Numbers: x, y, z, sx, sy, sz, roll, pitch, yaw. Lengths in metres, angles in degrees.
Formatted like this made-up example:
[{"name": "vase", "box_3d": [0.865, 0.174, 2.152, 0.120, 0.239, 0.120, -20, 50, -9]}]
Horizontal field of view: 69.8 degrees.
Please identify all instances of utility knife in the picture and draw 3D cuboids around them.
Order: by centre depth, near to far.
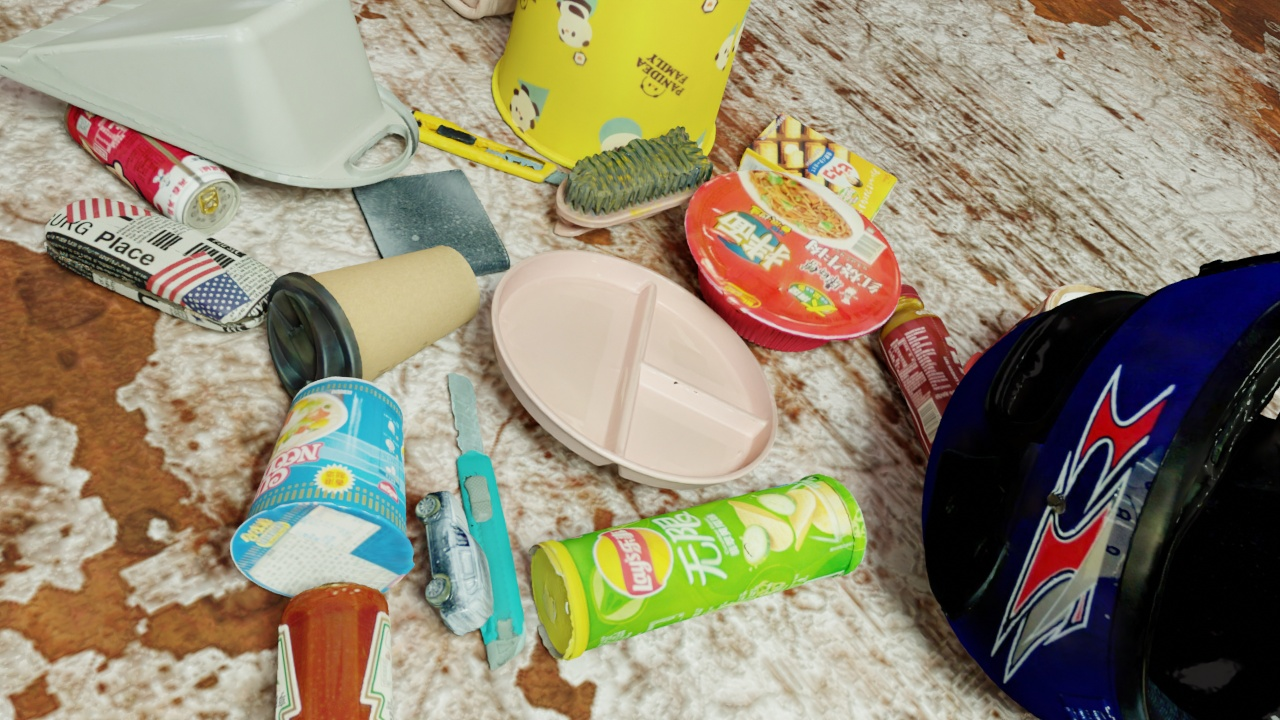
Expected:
[{"name": "utility knife", "box_3d": [-0.105, 0.095, 0.604, 0.029, 0.013, 0.217, -4, 54, -21]}, {"name": "utility knife", "box_3d": [-0.140, -0.191, 0.822, 0.171, 0.015, 0.033, 19, 52, -3]}]

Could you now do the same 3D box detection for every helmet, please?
[{"name": "helmet", "box_3d": [0.304, 0.075, 0.571, 0.247, 0.316, 0.240, 0, 19, -18]}]

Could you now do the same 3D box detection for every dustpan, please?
[{"name": "dustpan", "box_3d": [-0.321, -0.216, 0.738, 0.258, 0.143, 0.222, 0, 34, 13]}]

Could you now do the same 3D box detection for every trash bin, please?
[{"name": "trash bin", "box_3d": [-0.002, -0.333, 0.826, 0.229, 0.256, 0.229, 10, 49, -12]}]

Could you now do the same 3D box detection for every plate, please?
[{"name": "plate", "box_3d": [-0.004, 0.004, 0.669, 0.229, 0.028, 0.229, 21, 37, -17]}]

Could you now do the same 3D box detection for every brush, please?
[{"name": "brush", "box_3d": [-0.009, -0.148, 0.795, 0.145, 0.073, 0.063, -24, 68, -27]}]

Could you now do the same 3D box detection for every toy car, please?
[{"name": "toy car", "box_3d": [-0.112, 0.120, 0.557, 0.034, 0.043, 0.090, -19, 55, 1]}]

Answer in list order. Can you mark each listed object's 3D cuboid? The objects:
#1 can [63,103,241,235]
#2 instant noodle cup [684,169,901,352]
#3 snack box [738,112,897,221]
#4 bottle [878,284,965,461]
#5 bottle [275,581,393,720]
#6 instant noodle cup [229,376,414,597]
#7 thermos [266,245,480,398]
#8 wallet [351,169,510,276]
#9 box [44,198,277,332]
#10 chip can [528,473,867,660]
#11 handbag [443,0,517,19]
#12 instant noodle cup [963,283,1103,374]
[{"name": "can", "box_3d": [-0.365, -0.150, 0.688, 0.133, 0.053, 0.053, 37, 50, 12]}, {"name": "instant noodle cup", "box_3d": [0.122, -0.076, 0.787, 0.193, 0.066, 0.193, 9, 51, -11]}, {"name": "snack box", "box_3d": [0.177, -0.185, 0.915, 0.140, 0.034, 0.086, 34, 50, 8]}, {"name": "bottle", "box_3d": [0.239, 0.014, 0.758, 0.057, 0.058, 0.174, 1, 52, -18]}, {"name": "bottle", "box_3d": [-0.154, 0.217, 0.461, 0.059, 0.060, 0.205, 1, 53, -18]}, {"name": "instant noodle cup", "box_3d": [-0.183, 0.072, 0.551, 0.099, 0.099, 0.109, 6, 43, -14]}, {"name": "thermos", "box_3d": [-0.184, -0.030, 0.635, 0.093, 0.093, 0.142, 43, 43, 17]}, {"name": "wallet", "box_3d": [-0.171, -0.110, 0.746, 0.097, 0.019, 0.120, -13, 56, -26]}, {"name": "box", "box_3d": [-0.334, -0.066, 0.644, 0.164, 0.051, 0.068, 24, 59, 3]}, {"name": "chip can", "box_3d": [0.042, 0.127, 0.590, 0.221, 0.073, 0.072, -9, 56, -25]}, {"name": "handbag", "box_3d": [-0.205, -0.477, 0.930, 0.234, 0.194, 0.093, 31, 46, 20]}, {"name": "instant noodle cup", "box_3d": [0.357, 0.010, 0.767, 0.138, 0.109, 0.137, 9, 50, -11]}]
